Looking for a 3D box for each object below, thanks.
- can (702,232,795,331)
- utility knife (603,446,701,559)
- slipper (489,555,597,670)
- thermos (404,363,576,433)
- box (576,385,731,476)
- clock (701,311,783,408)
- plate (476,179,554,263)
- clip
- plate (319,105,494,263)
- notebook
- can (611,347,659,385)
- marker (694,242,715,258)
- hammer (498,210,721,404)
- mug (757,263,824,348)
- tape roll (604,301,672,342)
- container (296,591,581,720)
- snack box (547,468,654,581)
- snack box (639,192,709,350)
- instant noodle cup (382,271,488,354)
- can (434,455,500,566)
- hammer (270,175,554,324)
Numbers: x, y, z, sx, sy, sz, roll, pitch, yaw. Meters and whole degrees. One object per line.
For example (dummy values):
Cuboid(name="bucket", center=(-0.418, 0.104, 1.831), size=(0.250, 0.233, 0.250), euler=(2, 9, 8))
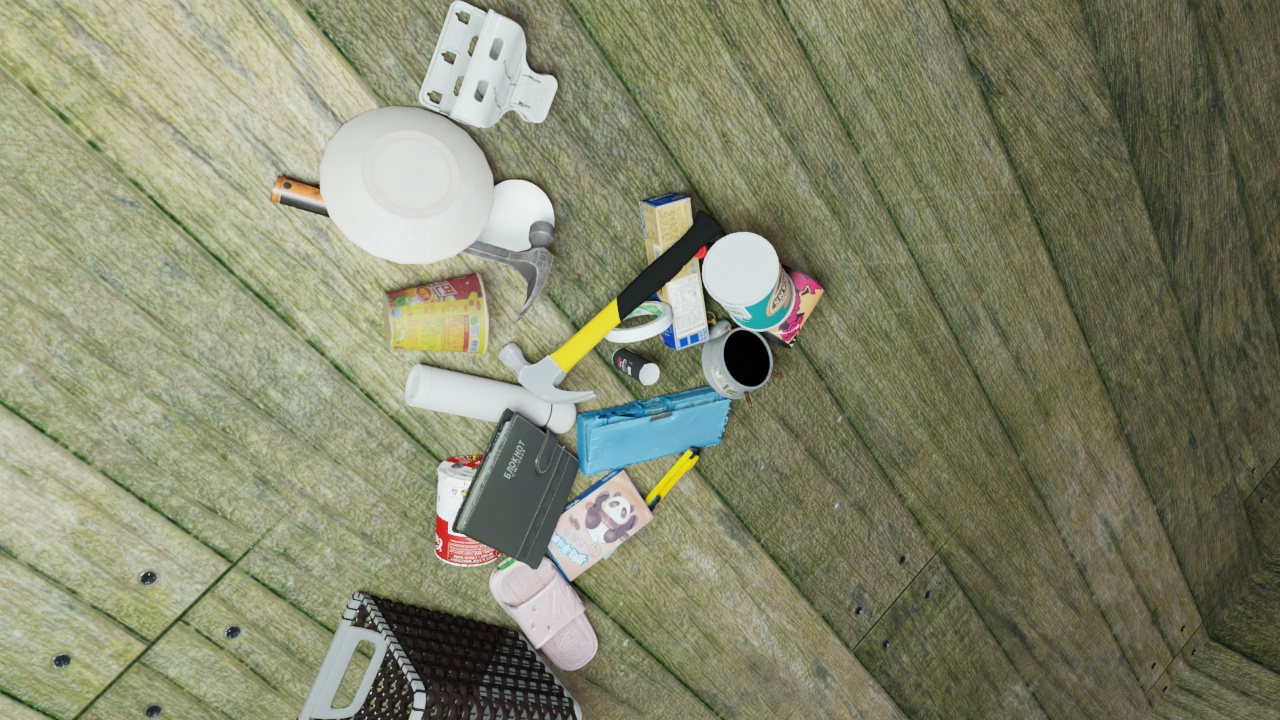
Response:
Cuboid(name="can", center=(0.149, -0.103, 1.239), size=(0.099, 0.099, 0.144), euler=(-60, 159, 0))
Cuboid(name="utility knife", center=(0.015, 0.210, 1.351), size=(0.217, 0.019, 0.030), euler=(-48, 131, 6))
Cuboid(name="slipper", center=(-0.124, 0.366, 1.306), size=(0.094, 0.064, 0.239), euler=(-38, 123, -14))
Cuboid(name="thermos", center=(-0.185, 0.052, 1.171), size=(0.224, 0.052, 0.052), euler=(14, 98, -33))
Cuboid(name="box", center=(0.022, 0.102, 1.308), size=(0.231, 0.054, 0.093), euler=(-10, 112, -27))
Cuboid(name="clock", center=(0.133, -0.010, 1.325), size=(0.103, 0.056, 0.148), euler=(-40, 100, -32))
Cuboid(name="plate", center=(-0.158, -0.171, 1.128), size=(0.104, 0.026, 0.104), euler=(-10, 111, -27))
Cuboid(name="clip", center=(-0.161, -0.321, 1.045), size=(0.152, 0.099, 0.126), euler=(20, 98, -23))
Cuboid(name="plate", center=(-0.253, -0.198, 1.007), size=(0.188, 0.027, 0.188), euler=(5, 74, -19))
Cuboid(name="notebook", center=(-0.149, 0.166, 1.172), size=(0.169, 0.029, 0.209), euler=(-67, 155, -15))
Cuboid(name="can", center=(-0.007, 0.007, 1.242), size=(0.031, 0.080, 0.031), euler=(-10, 111, -28))
Cuboid(name="marker", center=(0.111, -0.150, 1.255), size=(0.144, 0.021, 0.023), euler=(-12, 109, -57))
Cuboid(name="hammer", center=(-0.023, -0.069, 1.169), size=(0.323, 0.127, 0.029), euler=(-42, 162, -4))
Cuboid(name="mug", center=(0.192, -0.088, 1.336), size=(0.118, 0.082, 0.098), euler=(30, 90, -6))
Cuboid(name="tape roll", center=(-0.005, -0.052, 1.217), size=(0.093, 0.094, 0.018), euler=(-24, 117, -22))
Cuboid(name="container", center=(-0.259, 0.469, 1.157), size=(0.243, 0.246, 0.247), euler=(22, 94, -37))
Cuboid(name="snack box", center=(-0.065, 0.230, 1.298), size=(0.151, 0.034, 0.087), euler=(-35, 101, -15))
Cuboid(name="snack box", center=(0.046, -0.120, 1.248), size=(0.056, 0.057, 0.207), euler=(-18, 115, -20))
Cuboid(name="instant noodle cup", center=(-0.243, -0.053, 1.083), size=(0.112, 0.100, 0.100), euler=(-4, 108, -20))
Cuboid(name="can", center=(-0.218, 0.192, 1.178), size=(0.086, 0.087, 0.116), euler=(-3, 108, -30))
Cuboid(name="hammer", center=(-0.252, -0.136, 1.031), size=(0.314, 0.035, 0.137), euler=(15, 58, -19))
